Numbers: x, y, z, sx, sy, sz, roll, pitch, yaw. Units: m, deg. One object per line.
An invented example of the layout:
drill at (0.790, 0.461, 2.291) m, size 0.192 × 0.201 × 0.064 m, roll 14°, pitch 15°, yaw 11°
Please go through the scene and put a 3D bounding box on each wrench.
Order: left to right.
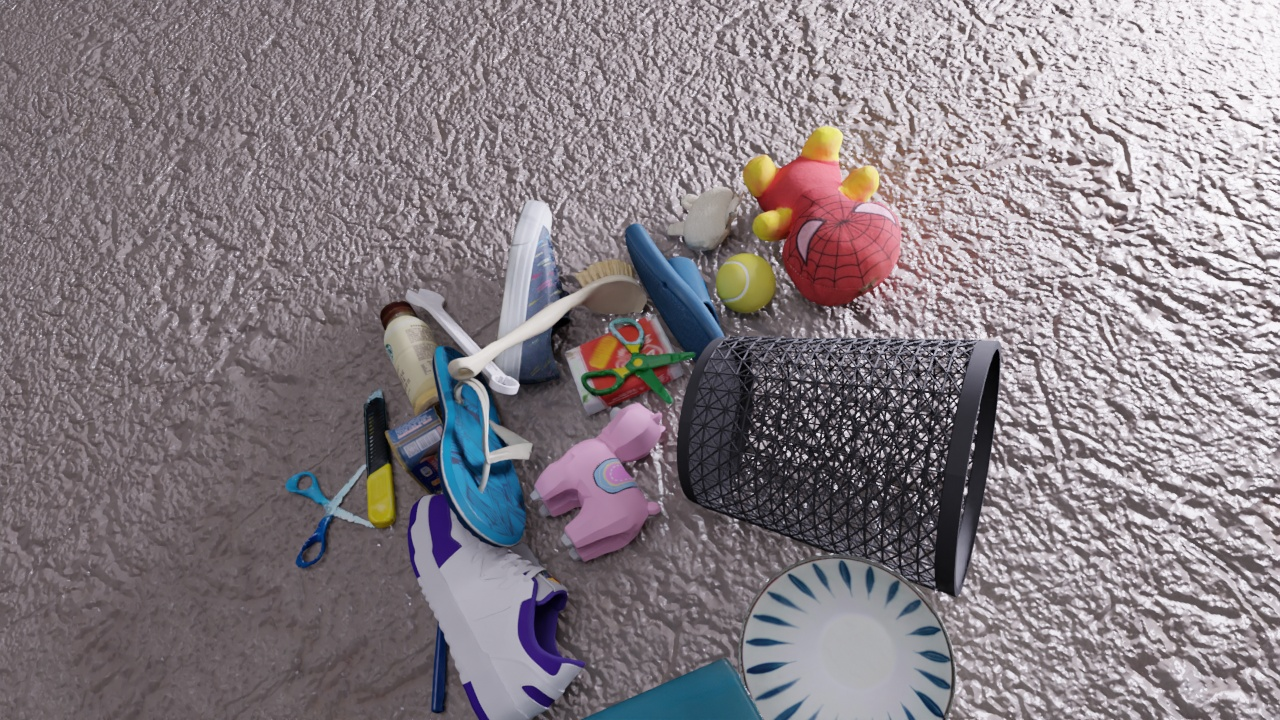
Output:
wrench at (-0.200, -0.027, 1.018) m, size 0.273 × 0.047 × 0.009 m, roll 39°, pitch 116°, yaw 48°

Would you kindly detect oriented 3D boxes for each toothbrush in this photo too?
toothbrush at (-0.193, 0.251, 0.916) m, size 0.017 × 0.016 × 0.189 m, roll -4°, pitch 60°, yaw 4°

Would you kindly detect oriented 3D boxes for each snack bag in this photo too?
snack bag at (-0.020, 0.004, 1.004) m, size 0.116 × 0.036 × 0.077 m, roll -23°, pitch 58°, yaw 0°

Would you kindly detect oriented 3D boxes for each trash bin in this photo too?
trash bin at (0.009, 0.361, 0.711) m, size 0.218 × 0.197 × 0.199 m, roll -26°, pitch 59°, yaw -9°
trash bin at (0.177, 0.074, 0.825) m, size 0.244 × 0.217 × 0.216 m, roll 9°, pitch 63°, yaw 25°

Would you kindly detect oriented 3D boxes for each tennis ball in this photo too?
tennis ball at (0.115, -0.085, 1.004) m, size 0.065 × 0.065 × 0.065 m, roll -6°, pitch 60°, yaw 10°

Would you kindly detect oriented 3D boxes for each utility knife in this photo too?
utility knife at (-0.292, 0.104, 1.022) m, size 0.028 × 0.020 × 0.174 m, roll -7°, pitch 58°, yaw -10°

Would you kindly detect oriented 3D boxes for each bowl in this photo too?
bowl at (0.178, 0.252, 0.779) m, size 0.178 × 0.070 × 0.177 m, roll -3°, pitch 83°, yaw 24°

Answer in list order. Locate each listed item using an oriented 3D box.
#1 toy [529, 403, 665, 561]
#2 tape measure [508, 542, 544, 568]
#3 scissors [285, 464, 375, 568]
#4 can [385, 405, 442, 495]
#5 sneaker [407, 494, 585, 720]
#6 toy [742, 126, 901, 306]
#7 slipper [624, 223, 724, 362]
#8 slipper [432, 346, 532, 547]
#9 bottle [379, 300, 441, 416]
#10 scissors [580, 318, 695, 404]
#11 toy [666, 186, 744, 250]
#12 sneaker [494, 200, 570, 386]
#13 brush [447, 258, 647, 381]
toy at (-0.029, 0.118, 0.925) m, size 0.157 × 0.067 × 0.123 m, roll -36°, pitch 60°, yaw -13°
tape measure at (-0.126, 0.218, 0.916) m, size 0.060 × 0.020 × 0.062 m, roll -34°, pitch 59°, yaw -7°
scissors at (-0.344, 0.167, 1.005) m, size 0.127 × 0.014 × 0.132 m, roll 16°, pitch 61°, yaw 17°
can at (-0.218, 0.095, 0.963) m, size 0.059 × 0.100 × 0.054 m, roll -31°, pitch 60°, yaw -6°
sneaker at (-0.132, 0.213, 0.858) m, size 0.111 × 0.092 × 0.244 m, roll -30°, pitch 63°, yaw 0°
toy at (0.202, -0.151, 1.003) m, size 0.148 × 0.099 × 0.216 m, roll -27°, pitch 56°, yaw 10°
slipper at (0.043, -0.079, 1.000) m, size 0.059 × 0.104 × 0.213 m, roll -28°, pitch 54°, yaw -7°
slipper at (-0.153, 0.072, 0.926) m, size 0.060 × 0.118 × 0.294 m, roll -35°, pitch 38°, yaw 8°
bottle at (-0.255, 0.000, 1.052) m, size 0.056 × 0.056 × 0.162 m, roll -30°, pitch 58°, yaw -5°
scissors at (-0.004, -0.001, 0.974) m, size 0.125 × 0.011 × 0.127 m, roll -11°, pitch 60°, yaw 9°
toy at (0.082, -0.166, 1.066) m, size 0.112 × 0.050 × 0.087 m, roll 2°, pitch 59°, yaw 39°
sneaker at (-0.117, -0.075, 1.058) m, size 0.079 × 0.088 × 0.235 m, roll 7°, pitch 66°, yaw -5°
brush at (-0.096, -0.042, 0.974) m, size 0.077 × 0.062 × 0.271 m, roll 38°, pitch 45°, yaw 23°
